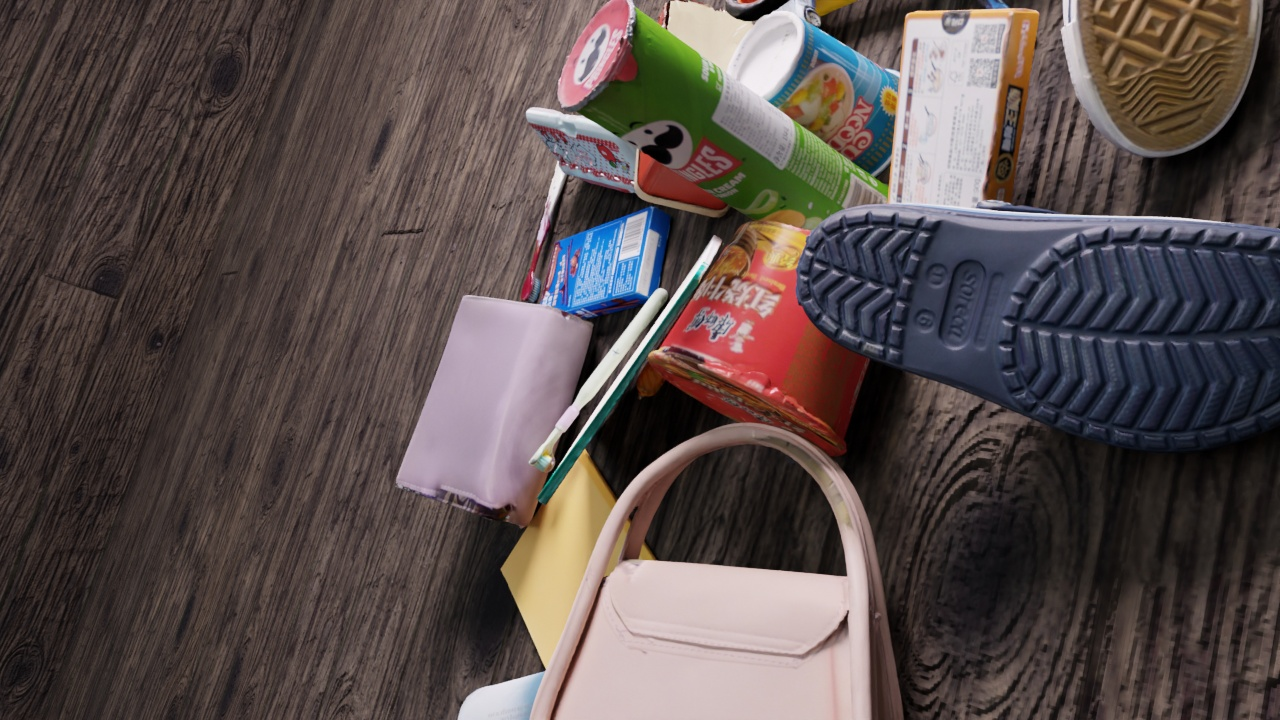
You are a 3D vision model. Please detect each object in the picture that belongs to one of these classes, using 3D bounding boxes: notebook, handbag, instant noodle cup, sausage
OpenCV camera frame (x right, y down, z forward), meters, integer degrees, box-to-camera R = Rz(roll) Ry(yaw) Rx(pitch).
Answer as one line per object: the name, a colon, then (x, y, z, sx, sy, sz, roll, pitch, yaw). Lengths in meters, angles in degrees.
notebook: (-0.004, 0.004, 0.708, 0.209, 0.012, 0.150, -55, 1, 21)
notebook: (-0.048, 0.185, 0.753, 0.146, 0.010, 0.206, -58, 37, 13)
handbag: (-0.129, 0.045, 0.855, 0.145, 0.098, 0.197, 7, 77, 49)
instant noodle cup: (0.120, -0.186, 0.647, 0.099, 0.109, 0.099, -28, 52, 42)
instant noodle cup: (0.090, -0.016, 0.589, 0.138, 0.138, 0.108, 15, 75, 54)
sausage: (0.042, -0.034, 0.742, 0.165, 0.021, 0.021, -56, 37, 16)
handbag: (0.051, 0.145, 0.524, 0.194, 0.093, 0.233, 0, 69, 24)

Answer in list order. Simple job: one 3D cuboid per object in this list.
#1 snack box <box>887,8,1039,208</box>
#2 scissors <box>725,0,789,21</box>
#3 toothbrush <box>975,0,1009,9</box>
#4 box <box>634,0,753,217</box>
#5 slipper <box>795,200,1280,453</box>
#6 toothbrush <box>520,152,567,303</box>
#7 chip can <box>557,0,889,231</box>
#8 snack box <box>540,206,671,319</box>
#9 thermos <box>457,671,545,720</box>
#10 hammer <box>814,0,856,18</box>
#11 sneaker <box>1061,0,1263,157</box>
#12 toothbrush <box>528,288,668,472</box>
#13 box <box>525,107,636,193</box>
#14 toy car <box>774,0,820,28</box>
snack box: (0.185, -0.126, 0.545, 0.075, 0.026, 0.154, 29, 124, 53)
scissors: (0.148, -0.314, 0.642, 0.221, 0.022, 0.233, -42, 36, -3)
toothbrush: (0.226, -0.269, 0.641, 0.014, 0.016, 0.189, -44, 45, 27)
box: (0.051, -0.214, 0.756, 0.078, 0.091, 0.168, 130, 147, -62)
slipper: (0.204, -0.025, 0.464, 0.253, 0.095, 0.105, 12, 105, 31)
toothbrush: (-0.098, -0.147, 0.990, 0.016, 0.017, 0.187, -2, 68, 43)
chip can: (0.064, -0.134, 0.583, 0.072, 0.236, 0.072, -36, 41, 40)
snack box: (-0.037, -0.086, 0.867, 0.157, 0.026, 0.084, -10, 64, 50)
thermos: (-0.041, 0.245, 0.649, 0.221, 0.070, 0.070, -29, 51, 37)
hammer: (0.196, -0.286, 0.645, 0.301, 0.032, 0.128, 2, 83, 55)
sneaker: (0.260, -0.225, 0.493, 0.118, 0.087, 0.241, -13, 89, 20)
toothbrush: (-0.034, 0.016, 0.790, 0.020, 0.029, 0.189, 34, 88, 34)
box: (-0.033, -0.214, 0.869, 0.201, 0.100, 0.095, 29, 96, 54)
toy car: (0.110, -0.280, 0.710, 0.049, 0.031, 0.105, -27, 60, 50)
